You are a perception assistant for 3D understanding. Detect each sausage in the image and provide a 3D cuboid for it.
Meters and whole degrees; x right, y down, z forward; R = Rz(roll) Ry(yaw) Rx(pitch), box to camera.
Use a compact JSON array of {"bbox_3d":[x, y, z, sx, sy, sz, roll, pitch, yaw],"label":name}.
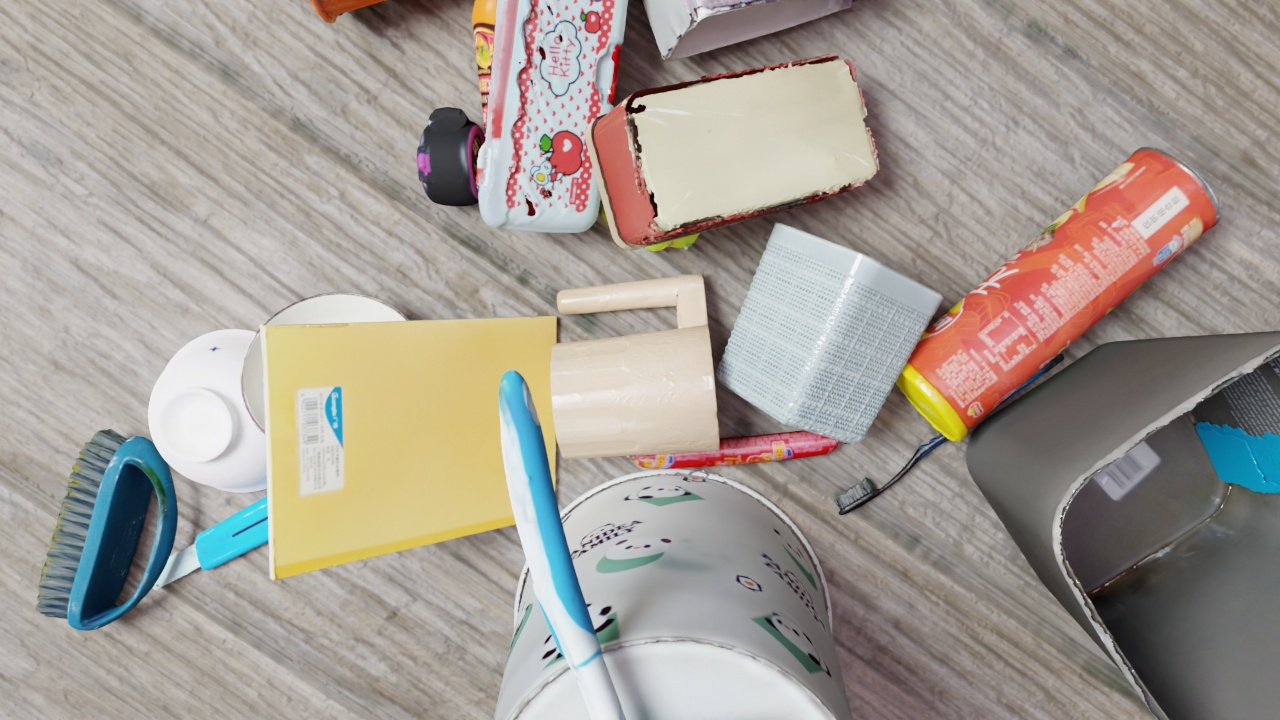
[{"bbox_3d":[0.066,0.063,0.642,0.156,0.020,0.020,-5,96,2],"label":"sausage"}]

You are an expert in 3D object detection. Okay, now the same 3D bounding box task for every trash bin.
[{"bbox_3d":[0.321,0.087,0.538,0.199,0.219,0.199,-34,94,5],"label":"trash bin"},{"bbox_3d":[0.019,0.200,0.541,0.229,0.251,0.229,0,95,2],"label":"trash bin"}]

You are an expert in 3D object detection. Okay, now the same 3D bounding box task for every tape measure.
[{"bbox_3d":[-0.125,-0.131,0.608,0.039,0.057,0.058,1,82,7],"label":"tape measure"}]

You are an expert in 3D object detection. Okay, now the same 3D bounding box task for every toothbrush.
[{"bbox_3d":[0.214,0.050,0.640,0.189,0.014,0.016,-36,70,4],"label":"toothbrush"}]

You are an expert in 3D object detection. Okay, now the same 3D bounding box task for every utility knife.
[{"bbox_3d":[-0.274,0.118,0.658,0.186,0.018,0.034,-28,95,5],"label":"utility knife"}]

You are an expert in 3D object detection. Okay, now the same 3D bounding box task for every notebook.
[{"bbox_3d":[-0.134,0.045,0.578,0.010,0.205,0.146,7,99,45],"label":"notebook"}]

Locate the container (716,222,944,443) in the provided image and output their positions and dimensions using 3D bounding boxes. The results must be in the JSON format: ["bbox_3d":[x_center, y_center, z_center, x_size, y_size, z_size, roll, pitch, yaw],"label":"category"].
[{"bbox_3d":[0.116,-0.015,0.587,0.090,0.090,0.111,17,100,-38],"label":"container"}]

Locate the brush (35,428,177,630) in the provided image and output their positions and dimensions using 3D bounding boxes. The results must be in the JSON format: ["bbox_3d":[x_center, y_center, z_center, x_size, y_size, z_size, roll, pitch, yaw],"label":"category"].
[{"bbox_3d":[-0.365,0.122,0.641,0.073,0.055,0.144,18,96,0],"label":"brush"}]

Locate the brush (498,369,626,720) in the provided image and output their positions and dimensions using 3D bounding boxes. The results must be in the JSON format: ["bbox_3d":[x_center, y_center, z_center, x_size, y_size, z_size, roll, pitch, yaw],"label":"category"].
[{"bbox_3d":[0.001,0.159,0.387,0.109,0.060,0.314,-2,93,6],"label":"brush"}]

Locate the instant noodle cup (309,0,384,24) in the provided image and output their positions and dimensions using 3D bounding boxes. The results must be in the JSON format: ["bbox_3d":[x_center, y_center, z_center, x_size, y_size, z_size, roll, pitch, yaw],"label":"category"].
[{"bbox_3d":[-0.156,-0.291,0.554,0.111,0.151,0.151,-11,95,-5],"label":"instant noodle cup"}]

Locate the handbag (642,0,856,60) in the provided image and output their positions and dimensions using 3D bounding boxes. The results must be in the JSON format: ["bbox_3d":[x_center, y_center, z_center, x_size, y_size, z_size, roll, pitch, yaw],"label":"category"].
[{"bbox_3d":[0.054,-0.304,0.565,0.145,0.098,0.197,-18,94,-11],"label":"handbag"}]

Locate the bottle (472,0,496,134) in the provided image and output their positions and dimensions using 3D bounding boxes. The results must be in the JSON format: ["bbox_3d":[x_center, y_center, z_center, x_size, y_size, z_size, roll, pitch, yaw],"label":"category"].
[{"bbox_3d":[-0.077,-0.169,0.604,0.067,0.066,0.149,3,103,1],"label":"bottle"}]

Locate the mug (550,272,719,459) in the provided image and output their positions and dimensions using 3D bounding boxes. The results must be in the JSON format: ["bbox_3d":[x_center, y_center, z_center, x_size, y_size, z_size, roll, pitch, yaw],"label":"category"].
[{"bbox_3d":[-0.004,0.004,0.614,0.103,0.084,0.124,-5,71,3],"label":"mug"}]

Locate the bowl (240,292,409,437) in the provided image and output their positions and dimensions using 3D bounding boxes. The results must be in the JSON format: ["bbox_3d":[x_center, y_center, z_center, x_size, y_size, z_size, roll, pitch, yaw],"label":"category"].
[{"bbox_3d":[-0.198,0.020,0.611,0.116,0.066,0.116,4,65,-8],"label":"bowl"}]

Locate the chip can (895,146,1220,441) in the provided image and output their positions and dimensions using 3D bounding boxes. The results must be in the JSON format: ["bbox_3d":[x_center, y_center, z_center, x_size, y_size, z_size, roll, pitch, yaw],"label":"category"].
[{"bbox_3d":[0.265,-0.043,0.599,0.217,0.073,0.073,-42,93,5],"label":"chip can"}]

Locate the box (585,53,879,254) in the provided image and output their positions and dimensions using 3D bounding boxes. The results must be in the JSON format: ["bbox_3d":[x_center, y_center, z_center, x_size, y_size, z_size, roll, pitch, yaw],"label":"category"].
[{"bbox_3d":[0.063,-0.127,0.560,0.168,0.077,0.091,-18,95,-25],"label":"box"}]

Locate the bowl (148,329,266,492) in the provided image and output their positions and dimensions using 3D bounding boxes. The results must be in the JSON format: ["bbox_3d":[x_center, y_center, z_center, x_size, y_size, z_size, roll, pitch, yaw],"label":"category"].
[{"bbox_3d":[-0.289,0.039,0.626,0.118,0.064,0.118,0,96,2],"label":"bowl"}]

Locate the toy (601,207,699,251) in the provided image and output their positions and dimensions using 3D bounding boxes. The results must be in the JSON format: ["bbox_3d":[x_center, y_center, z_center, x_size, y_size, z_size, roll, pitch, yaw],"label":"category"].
[{"bbox_3d":[0.001,-0.115,0.620,0.097,0.031,0.100,-27,90,4],"label":"toy"}]

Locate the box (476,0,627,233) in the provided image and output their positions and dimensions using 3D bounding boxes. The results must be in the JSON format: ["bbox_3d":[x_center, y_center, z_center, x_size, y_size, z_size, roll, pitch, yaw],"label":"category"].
[{"bbox_3d":[-0.053,-0.177,0.550,0.086,0.047,0.201,-4,112,-33],"label":"box"}]
